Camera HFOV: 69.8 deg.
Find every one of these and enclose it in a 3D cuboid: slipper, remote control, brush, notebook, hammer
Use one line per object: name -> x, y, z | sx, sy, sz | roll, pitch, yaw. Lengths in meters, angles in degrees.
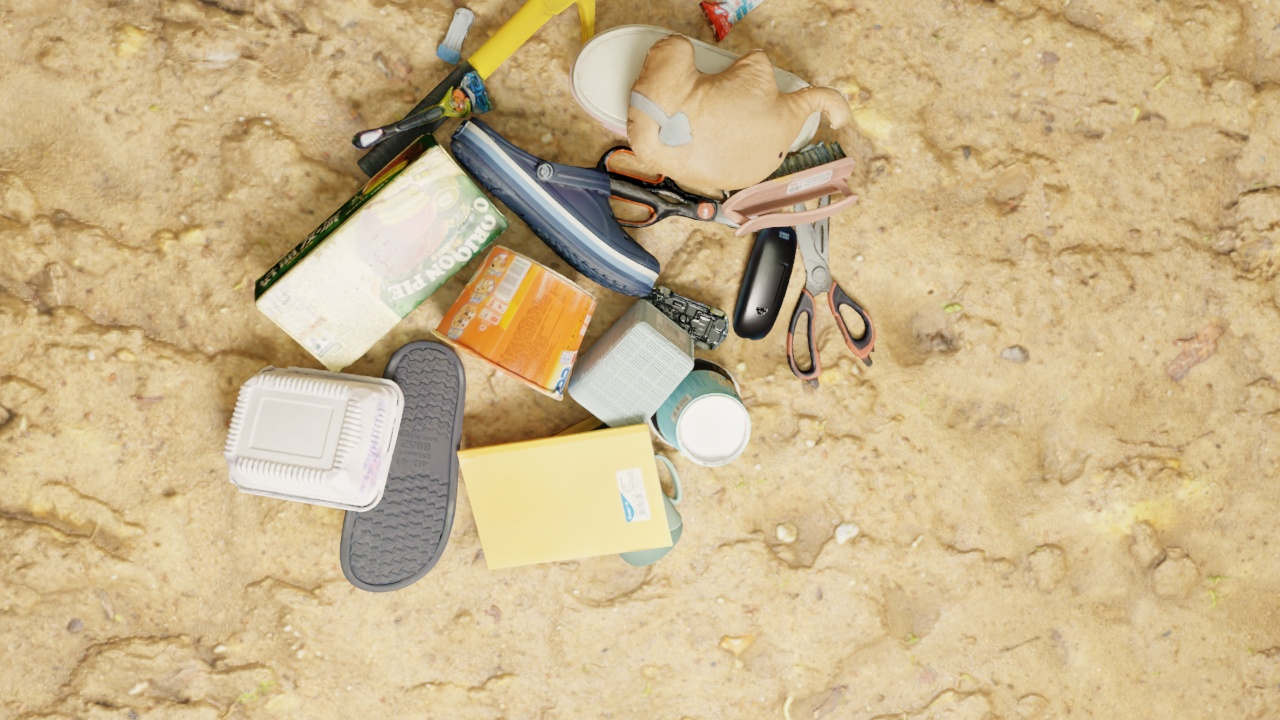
slipper -> 0.058, -0.277, 0.959 | 0.274, 0.054, 0.114 | 6, 102, -16
remote control -> 0.140, -0.085, 1.019 | 0.053, 0.024, 0.136 | 11, 106, -13
slipper -> -0.078, -0.165, 0.942 | 0.253, 0.105, 0.095 | 39, 88, -11
brush -> 0.156, -0.178, 0.978 | 0.145, 0.063, 0.073 | -18, 74, -8
notebook -> -0.079, 0.147, 0.972 | 0.206, 0.010, 0.146 | -9, 108, 8
hammer -> -0.168, -0.291, 0.927 | 0.301, 0.033, 0.129 | -42, 119, 5
slipper -> -0.250, 0.113, 0.989 | 0.110, 0.083, 0.268 | 12, 81, -16

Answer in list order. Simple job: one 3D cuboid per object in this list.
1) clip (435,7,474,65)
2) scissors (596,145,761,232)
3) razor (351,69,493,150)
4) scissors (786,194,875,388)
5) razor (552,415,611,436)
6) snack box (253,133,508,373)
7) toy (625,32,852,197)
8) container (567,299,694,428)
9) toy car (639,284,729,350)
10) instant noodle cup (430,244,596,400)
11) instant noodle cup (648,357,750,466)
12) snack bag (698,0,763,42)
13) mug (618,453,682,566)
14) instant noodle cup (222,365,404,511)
clip -> -0.188, -0.332, 0.936 | 0.024, 0.028, 0.057 | 25, 105, -10
scissors -> 0.062, -0.181, 0.996 | 0.234, 0.021, 0.125 | -5, 102, -7
razor -> -0.218, -0.240, 0.904 | 0.142, 0.022, 0.043 | -24, 118, -5
scissors -> 0.212, -0.079, 1.043 | 0.214, 0.015, 0.197 | 35, 95, -12
razor -> -0.091, 0.097, 1.020 | 0.167, 0.062, 0.067 | -30, 72, -7
snack box -> -0.261, -0.107, 0.927 | 0.240, 0.063, 0.114 | -41, 124, 1
toy -> 0.095, -0.235, 0.908 | 0.225, 0.082, 0.144 | 4, 117, -20
container -> -0.006, 0.006, 0.974 | 0.090, 0.089, 0.112 | 38, 111, -13
toy car -> 0.047, -0.048, 1.015 | 0.105, 0.031, 0.049 | 22, 101, -5
instant noodle cup -> -0.122, -0.042, 0.940 | 0.151, 0.151, 0.111 | 28, 87, -12
instant noodle cup -> 0.069, 0.062, 0.995 | 0.111, 0.120, 0.111 | -2, 101, -8
snack bag -> 0.111, -0.382, 0.962 | 0.104, 0.026, 0.048 | -34, 116, 0
mug -> 0.000, 0.160, 1.029 | 0.111, 0.082, 0.106 | -41, 103, -16
instant noodle cup -> -0.338, 0.072, 0.924 | 0.173, 0.060, 0.138 | 7, 77, 11
